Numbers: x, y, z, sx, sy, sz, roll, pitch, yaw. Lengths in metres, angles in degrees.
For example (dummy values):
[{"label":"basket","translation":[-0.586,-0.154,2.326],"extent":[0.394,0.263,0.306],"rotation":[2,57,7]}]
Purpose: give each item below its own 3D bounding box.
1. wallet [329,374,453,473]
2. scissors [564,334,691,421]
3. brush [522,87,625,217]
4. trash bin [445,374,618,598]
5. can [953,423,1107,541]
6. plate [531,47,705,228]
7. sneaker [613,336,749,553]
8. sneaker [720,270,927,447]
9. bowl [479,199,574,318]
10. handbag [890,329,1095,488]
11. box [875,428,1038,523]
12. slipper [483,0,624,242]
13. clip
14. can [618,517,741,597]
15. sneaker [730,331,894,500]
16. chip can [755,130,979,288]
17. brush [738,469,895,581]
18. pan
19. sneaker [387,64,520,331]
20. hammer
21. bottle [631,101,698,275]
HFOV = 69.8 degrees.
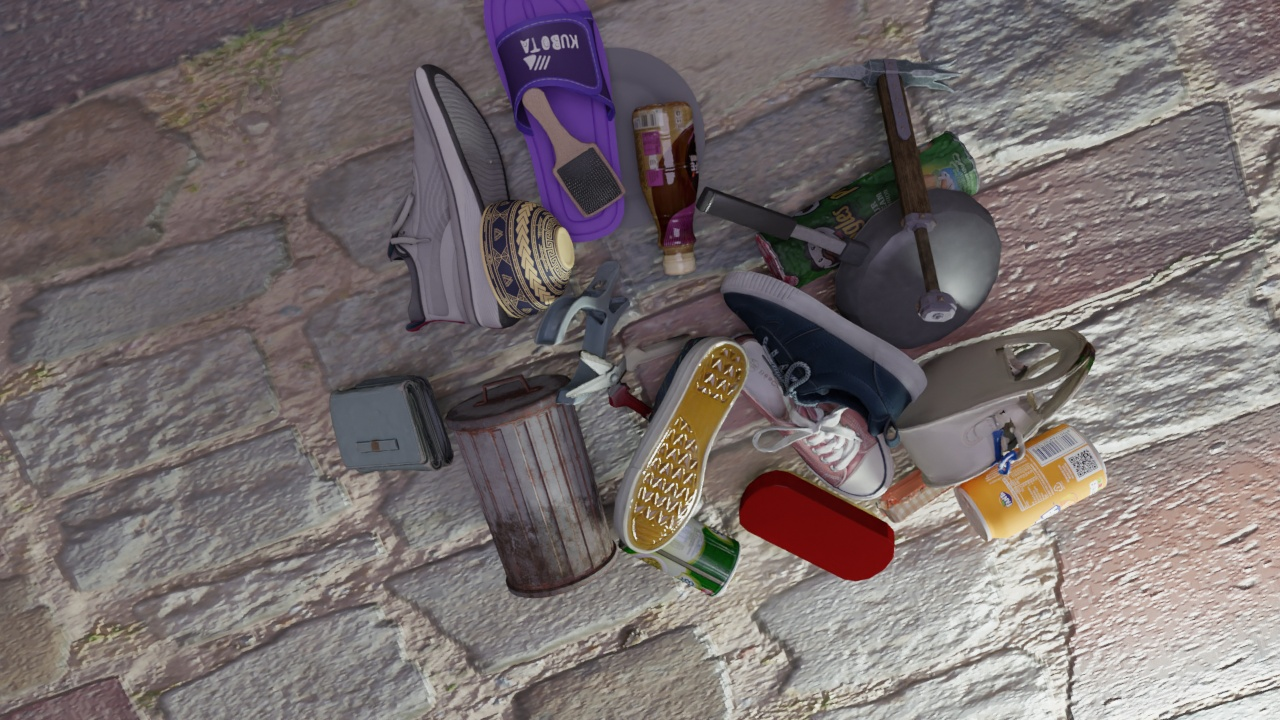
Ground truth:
[{"label":"wallet","translation":[-0.253,0.068,0.929],"extent":[0.132,0.054,0.100],"rotation":[-10,105,36]},{"label":"scissors","translation":[-0.006,0.016,0.922],"extent":[0.178,0.015,0.194],"rotation":[-47,146,-27]},{"label":"brush","translation":[-0.066,-0.195,0.858],"extent":[0.050,0.015,0.136],"rotation":[-31,122,8]},{"label":"trash bin","translation":[-0.110,0.118,0.939],"extent":[0.131,0.130,0.211],"rotation":[-16,103,0]},{"label":"can","translation":[0.421,0.133,0.993],"extent":[0.142,0.079,0.079],"rotation":[-29,101,3]},{"label":"plate","translation":[-0.024,-0.224,0.934],"extent":[0.178,0.012,0.178],"rotation":[-1,101,-3]},{"label":"sneaker","translation":[0.028,0.078,0.936],"extent":[0.087,0.079,0.235],"rotation":[21,94,-30]},{"label":"sneaker","translation":[0.163,-0.004,0.894],"extent":[0.236,0.089,0.087],"rotation":[34,81,28]},{"label":"bowl","translation":[-0.098,-0.101,0.872],"extent":[0.061,0.112,0.112],"rotation":[-10,102,17]},{"label":"handbag","translation":[0.353,0.040,0.908],"extent":[0.200,0.200,0.093],"rotation":[-28,99,25]},{"label":"box","translation":[0.336,0.114,0.990],"extent":[0.187,0.083,0.043],"rotation":[-34,95,6]},{"label":"slipper","translation":[-0.076,-0.244,0.877],"extent":[0.107,0.084,0.266],"rotation":[-13,101,0]},{"label":"clip","translation":[-0.048,-0.010,0.912],"extent":[0.029,0.171,0.141],"rotation":[5,120,23]},{"label":"can","translation":[0.044,0.201,0.994],"extent":[0.121,0.067,0.067],"rotation":[29,98,-7]},{"label":"sneaker","translation":[0.181,0.063,0.963],"extent":[0.241,0.087,0.118],"rotation":[42,97,-9]},{"label":"chip can","translation":[0.231,-0.149,0.931],"extent":[0.223,0.075,0.075],"rotation":[-29,101,3]},{"label":"brush","translation":[0.192,0.175,0.997],"extent":[0.173,0.041,0.082],"rotation":[27,127,-8]},{"label":"pan","translation":[0.209,-0.102,0.883],"extent":[0.356,0.041,0.179],"rotation":[14,119,-27]},{"label":"sneaker","translation":[-0.201,-0.152,0.906],"extent":[0.129,0.096,0.263],"rotation":[-11,94,17]},{"label":"hammer","translation":[0.244,-0.167,0.848],"extent":[0.147,0.028,0.316],"rotation":[1,57,-1]},{"label":"bottle","translation":[0.030,-0.168,0.910],"extent":[0.059,0.059,0.166],"rotation":[-8,101,-2]}]
